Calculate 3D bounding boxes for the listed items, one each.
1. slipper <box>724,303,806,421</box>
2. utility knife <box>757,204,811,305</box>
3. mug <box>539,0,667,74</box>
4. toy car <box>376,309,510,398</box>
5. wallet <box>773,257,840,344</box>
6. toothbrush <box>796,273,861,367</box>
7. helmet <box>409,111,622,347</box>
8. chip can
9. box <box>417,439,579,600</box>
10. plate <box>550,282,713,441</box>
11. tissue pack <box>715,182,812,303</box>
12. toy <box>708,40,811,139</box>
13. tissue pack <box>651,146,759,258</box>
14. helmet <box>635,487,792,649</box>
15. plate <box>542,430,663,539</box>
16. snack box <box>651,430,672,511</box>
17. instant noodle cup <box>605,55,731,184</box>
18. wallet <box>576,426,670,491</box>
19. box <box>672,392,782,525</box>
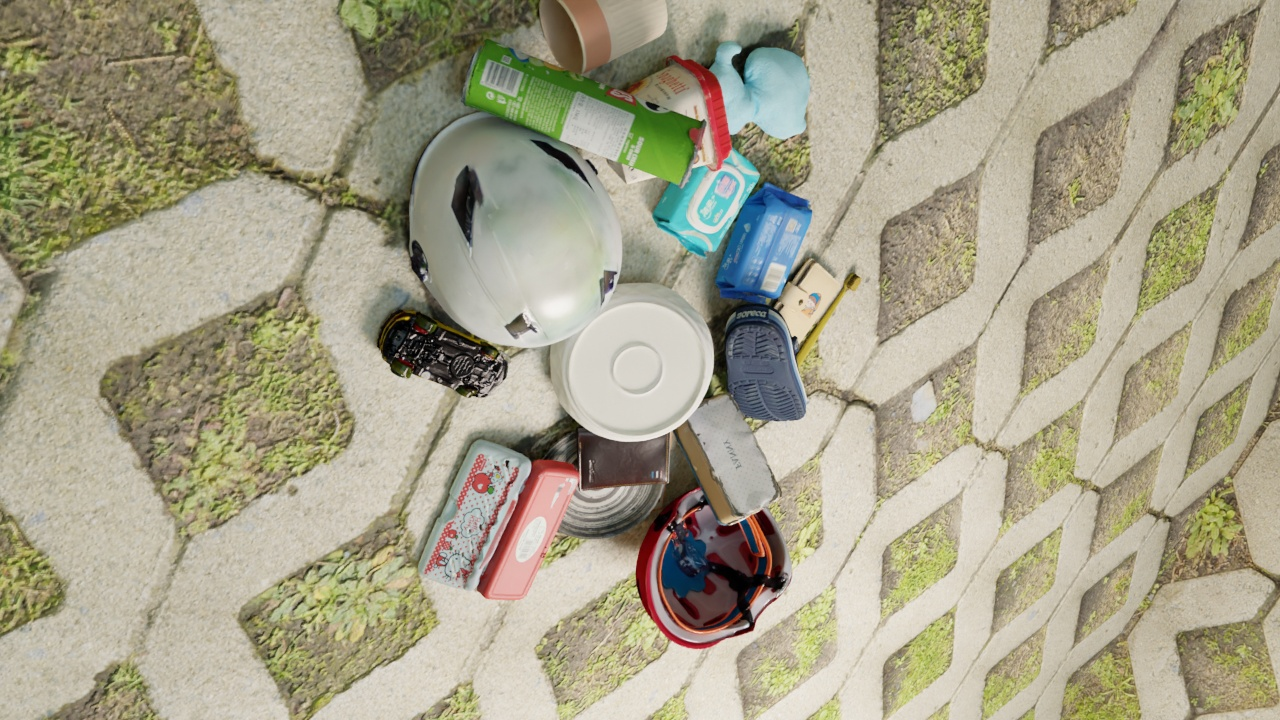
[{"bbox_3d":[0.168,-0.003,1.265,0.253,0.105,0.095,64,32,-52],"label":"slipper"},{"bbox_3d":[0.191,-0.137,1.255,0.031,0.018,0.167,12,113,-31],"label":"utility knife"},{"bbox_3d":[-0.044,-0.363,0.932,0.105,0.082,0.114,-30,99,-19],"label":"mug"},{"bbox_3d":[-0.220,-0.004,1.031,0.155,0.041,0.071,25,100,-39],"label":"toy car"},{"bbox_3d":[0.229,-0.081,1.303,0.087,0.024,0.115,32,96,-40],"label":"wallet"},{"bbox_3d":[0.267,-0.046,1.351,0.015,0.016,0.190,28,98,-40],"label":"toothbrush"},{"bbox_3d":[-0.117,-0.122,0.965,0.228,0.146,0.259,-29,127,-18],"label":"helmet"},{"bbox_3d":[-0.055,-0.246,0.915,0.236,0.072,0.072,19,106,-7],"label":"chip can"},{"bbox_3d":[-0.177,0.207,1.163,0.161,0.059,0.201,19,103,-28],"label":"box"},{"bbox_3d":[-0.007,0.007,1.124,0.204,0.045,0.205,-2,104,-8],"label":"plate"},{"bbox_3d":[0.160,-0.150,1.198,0.094,0.052,0.157,8,110,-39],"label":"tissue pack"},{"bbox_3d":[0.145,-0.321,1.094,0.156,0.050,0.161,-40,127,-10],"label":"toy"},{"bbox_3d":[0.079,-0.199,1.117,0.093,0.050,0.133,23,102,-41],"label":"tissue pack"},{"bbox_3d":[0.083,0.293,1.317,0.239,0.144,0.207,-38,98,-23],"label":"helmet"},{"bbox_3d":[-0.056,0.161,1.226,0.179,0.024,0.180,-5,115,-12],"label":"plate"},{"bbox_3d":[0.002,0.146,1.274,0.075,0.026,0.154,-9,119,-29],"label":"snack box"},{"bbox_3d":[0.021,-0.259,1.013,0.124,0.116,0.117,-22,126,-8],"label":"instant noodle cup"},{"bbox_3d":[-0.022,0.123,1.193,0.122,0.020,0.096,-4,115,-10],"label":"wallet"},{"bbox_3d":[0.113,0.128,1.256,0.089,0.184,0.062,-19,165,-23],"label":"box"}]
